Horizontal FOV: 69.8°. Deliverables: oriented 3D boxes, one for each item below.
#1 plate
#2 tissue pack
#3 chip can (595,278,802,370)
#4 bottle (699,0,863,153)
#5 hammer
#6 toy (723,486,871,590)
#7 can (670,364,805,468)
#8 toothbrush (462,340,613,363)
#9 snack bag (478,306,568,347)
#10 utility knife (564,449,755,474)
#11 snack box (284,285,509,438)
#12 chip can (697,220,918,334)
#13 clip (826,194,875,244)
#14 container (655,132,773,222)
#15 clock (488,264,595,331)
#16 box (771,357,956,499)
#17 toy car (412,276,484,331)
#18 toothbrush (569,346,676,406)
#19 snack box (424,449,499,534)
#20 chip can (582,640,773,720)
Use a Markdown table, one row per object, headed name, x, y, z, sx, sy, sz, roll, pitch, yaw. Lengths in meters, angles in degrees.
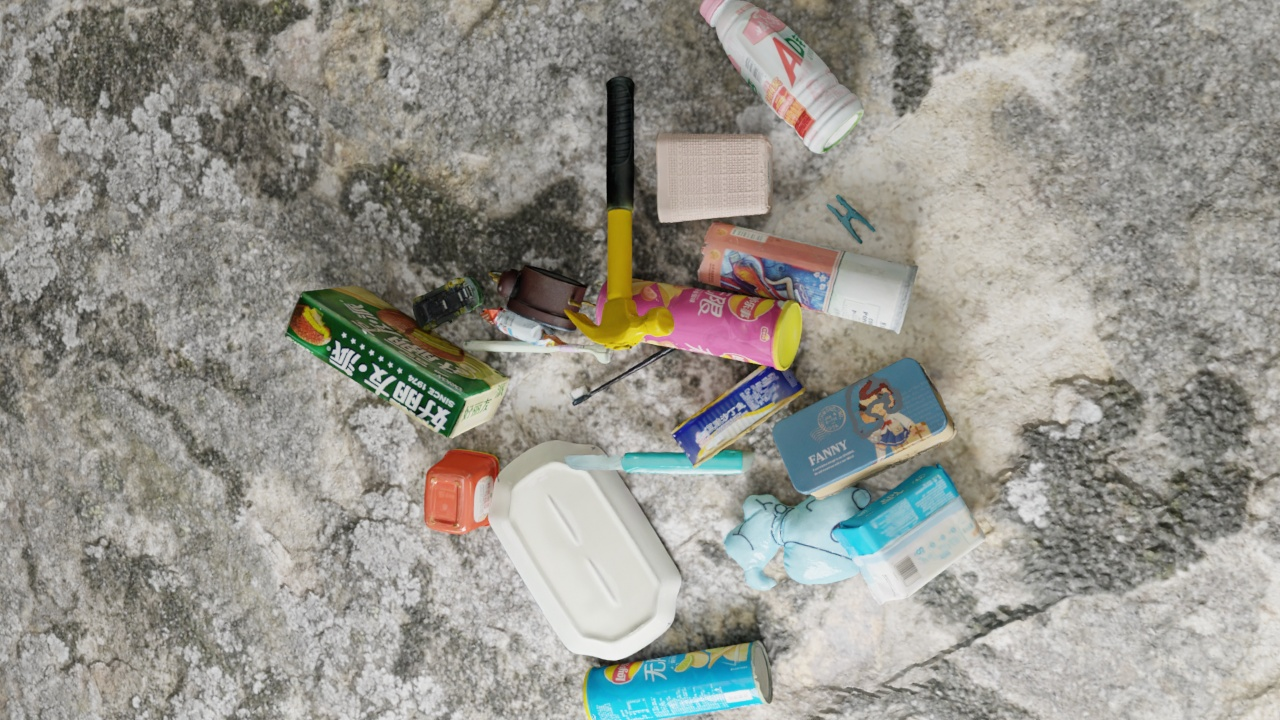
| name | x | y | z | sx | sy | sz | roll | pitch | yaw |
| --- | --- | --- | --- | --- | --- | --- | --- | --- | --- |
| plate | -0.065 | 0.219 | 1.056 | 0.162 | 0.034 | 0.265 | -31 | 87 | -2 |
| tissue pack | 0.276 | 0.175 | 0.942 | 0.140 | 0.063 | 0.090 | -32 | 87 | -13 |
| chip can | 0.059 | -0.042 | 0.970 | 0.211 | 0.071 | 0.071 | 11 | 101 | 26 |
| bottle | 0.139 | -0.301 | 0.934 | 0.068 | 0.068 | 0.197 | -44 | 80 | 17 |
| hammer | -0.022 | -0.157 | 0.963 | 0.129 | 0.032 | 0.300 | -11 | 72 | 39 |
| toy | 0.181 | 0.193 | 0.999 | 0.156 | 0.049 | 0.161 | 30 | 100 | 14 |
| can | 0.104 | 0.055 | 0.988 | 0.148 | 0.074 | 0.049 | -37 | 84 | 11 |
| toothbrush | -0.123 | -0.014 | 1.077 | 0.190 | 0.020 | 0.029 | 2 | 68 | 17 |
| snack bag | -0.135 | -0.037 | 1.054 | 0.104 | 0.048 | 0.026 | 22 | 81 | 25 |
| utility knife | 0.021 | 0.114 | 1.036 | 0.216 | 0.013 | 0.029 | 0 | 91 | 4 |
| snack box | -0.283 | -0.003 | 1.076 | 0.240 | 0.114 | 0.063 | 31 | 106 | 11 |
| chip can | 0.171 | -0.089 | 0.950 | 0.215 | 0.071 | 0.071 | 16 | 102 | 14 |
| clip | 0.219 | -0.149 | 0.957 | 0.042 | 0.014 | 0.056 | -43 | 87 | 18 |
| container | 0.080 | -0.190 | 0.956 | 0.111 | 0.089 | 0.090 | 0 | 98 | 13 |
| clock | -0.115 | -0.075 | 1.032 | 0.122 | 0.082 | 0.055 | 22 | 99 | 11 |
| box | 0.225 | 0.075 | 0.950 | 0.184 | 0.061 | 0.089 | -30 | 62 | 16 |
| toy car | -0.228 | -0.068 | 1.090 | 0.091 | 0.036 | 0.043 | -22 | 92 | 17 |
| toothbrush | -0.006 | 0.006 | 1.046 | 0.181 | 0.015 | 0.018 | -28 | 81 | 19 |
| snack box | -0.214 | 0.159 | 1.097 | 0.082 | 0.080 | 0.091 | 6 | 99 | 15 |
| chip can | 0.042 | 0.374 | 1.057 | 0.210 | 0.071 | 0.071 | -16 | 93 | 17 |
